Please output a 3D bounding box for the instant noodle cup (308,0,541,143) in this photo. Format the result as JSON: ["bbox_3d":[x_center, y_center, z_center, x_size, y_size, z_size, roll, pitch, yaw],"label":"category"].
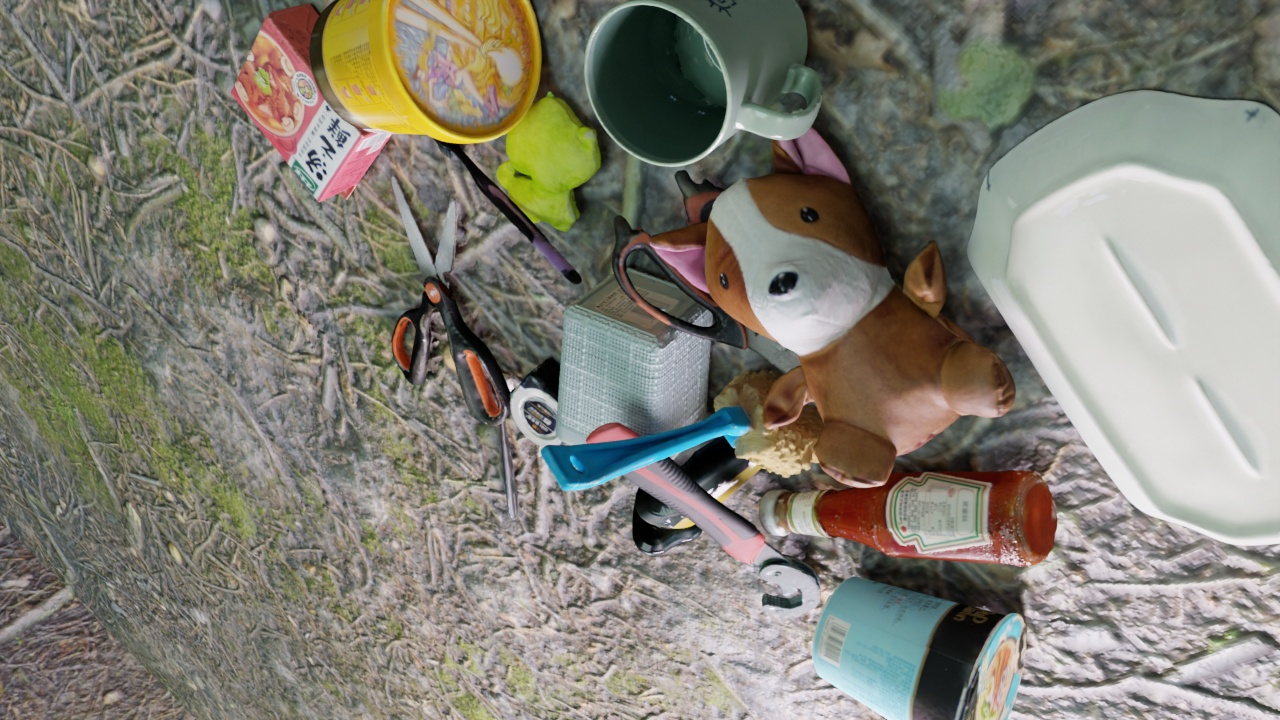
[{"bbox_3d":[-0.144,-0.198,0.593,0.115,0.118,0.118,7,125,43],"label":"instant noodle cup"}]

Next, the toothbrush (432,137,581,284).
[{"bbox_3d":[-0.099,-0.112,0.654,0.189,0.014,0.017,47,154,26],"label":"toothbrush"}]

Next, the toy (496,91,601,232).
[{"bbox_3d":[-0.066,-0.136,0.634,0.097,0.031,0.100,17,130,30],"label":"toy"}]

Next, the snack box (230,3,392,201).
[{"bbox_3d":[-0.265,-0.196,0.734,0.113,0.044,0.127,51,137,-5],"label":"snack box"}]

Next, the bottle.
[{"bbox_3d":[0.166,0.103,0.612,0.207,0.059,0.060,-9,115,48],"label":"bottle"}]

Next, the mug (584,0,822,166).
[{"bbox_3d":[0.045,-0.152,0.478,0.112,0.106,0.082,31,134,16],"label":"mug"}]

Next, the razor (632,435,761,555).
[{"bbox_3d":[0.051,0.095,0.706,0.067,0.062,0.168,24,136,-21],"label":"razor"}]

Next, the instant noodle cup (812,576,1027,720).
[{"bbox_3d":[0.191,0.209,0.645,0.121,0.111,0.111,15,129,40],"label":"instant noodle cup"}]

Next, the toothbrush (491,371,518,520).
[{"bbox_3d":[-0.122,0.084,0.853,0.018,0.015,0.181,15,129,18],"label":"toothbrush"}]

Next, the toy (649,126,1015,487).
[{"bbox_3d":[0.104,-0.029,0.520,0.140,0.130,0.199,-37,85,19],"label":"toy"}]

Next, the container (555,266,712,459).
[{"bbox_3d":[-0.004,0.004,0.649,0.090,0.089,0.112,21,129,24],"label":"container"}]

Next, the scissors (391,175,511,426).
[{"bbox_3d":[-0.177,-0.040,0.790,0.228,0.021,0.221,-26,95,50],"label":"scissors"}]

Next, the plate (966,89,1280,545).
[{"bbox_3d":[0.275,-0.005,0.461,0.162,0.034,0.266,-27,102,46],"label":"plate"}]

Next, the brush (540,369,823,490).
[{"bbox_3d":[0.036,0.046,0.548,0.046,0.254,0.083,-47,65,33],"label":"brush"}]

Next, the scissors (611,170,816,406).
[{"bbox_3d":[0.084,-0.032,0.584,0.205,0.015,0.199,-1,97,-2],"label":"scissors"}]

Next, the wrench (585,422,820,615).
[{"bbox_3d":[0.057,0.120,0.661,0.056,0.016,0.273,-25,130,26],"label":"wrench"}]

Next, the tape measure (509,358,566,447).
[{"bbox_3d":[-0.076,0.040,0.771,0.066,0.033,0.066,48,135,1],"label":"tape measure"}]
